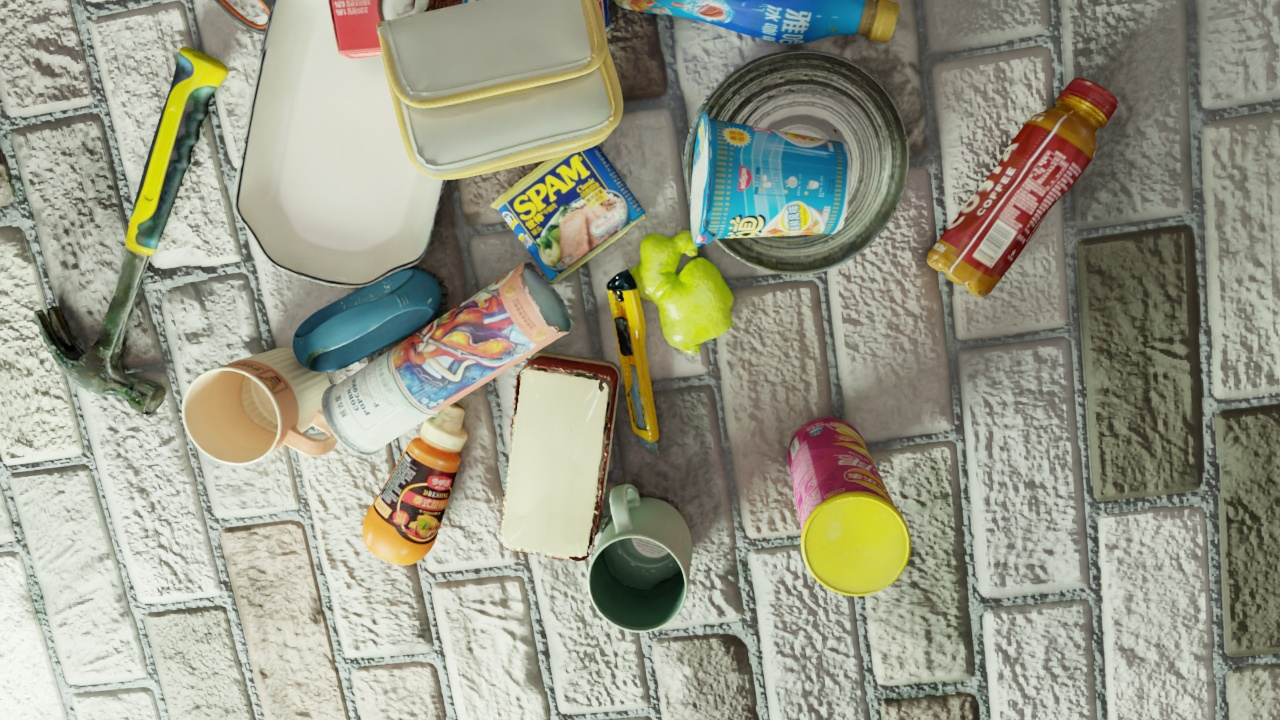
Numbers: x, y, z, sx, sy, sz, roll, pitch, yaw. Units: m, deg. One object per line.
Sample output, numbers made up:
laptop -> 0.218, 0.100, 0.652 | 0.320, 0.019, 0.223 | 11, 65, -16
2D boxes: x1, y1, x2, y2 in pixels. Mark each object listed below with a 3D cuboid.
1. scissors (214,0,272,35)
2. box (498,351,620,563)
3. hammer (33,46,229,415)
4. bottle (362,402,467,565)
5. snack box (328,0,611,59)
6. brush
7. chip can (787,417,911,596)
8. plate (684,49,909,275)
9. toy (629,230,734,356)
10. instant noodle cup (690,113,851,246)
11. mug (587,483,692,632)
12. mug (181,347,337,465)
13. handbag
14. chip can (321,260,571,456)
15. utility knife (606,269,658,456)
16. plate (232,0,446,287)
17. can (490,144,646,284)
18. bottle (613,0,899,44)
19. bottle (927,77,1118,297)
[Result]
scissors -> -0.274, -0.263, 0.766 | 0.198, 0.021, 0.227 | 4, 101, -4
box -> -0.073, 0.084, 0.790 | 0.091, 0.076, 0.168 | 9, 102, 4
hammer -> -0.440, -0.118, 0.811 | 0.126, 0.031, 0.324 | 25, 103, 0
bottle -> -0.194, 0.106, 0.818 | 0.067, 0.066, 0.149 | 26, 96, 0
snack box -> -0.129, -0.272, 0.708 | 0.207, 0.058, 0.057 | -8, 105, -9
brush -> -0.236, -0.033, 0.785 | 0.144, 0.073, 0.055 | -25, 94, 11
chip can -> 0.153, 0.102, 0.701 | 0.071, 0.210, 0.071 | 1, 101, 6
plate -> 0.125, -0.160, 0.747 | 0.179, 0.024, 0.179 | 1, 102, 4
toy -> 0.036, -0.058, 0.772 | 0.100, 0.031, 0.097 | 25, 106, 5
instant noodle cup -> 0.098, -0.134, 0.700 | 0.110, 0.099, 0.099 | 3, 102, -5
mug -> -0.002, 0.156, 0.781 | 0.082, 0.106, 0.112 | -16, 100, 10
mug -> -0.312, 0.043, 0.791 | 0.114, 0.105, 0.082 | 28, 103, 0
handbag -> -0.106, -0.231, 0.663 | 0.163, 0.063, 0.179 | -15, 103, -7
chip can -> -0.163, 0.000, 0.774 | 0.215, 0.071, 0.071 | -30, 97, 14
utility knife -> -0.005, 0.005, 0.789 | 0.033, 0.015, 0.168 | 3, 109, 41
plate -> -0.233, -0.193, 0.754 | 0.162, 0.034, 0.266 | 13, 99, -11
can -> -0.057, -0.125, 0.756 | 0.102, 0.057, 0.083 | -35, 98, 11
bottle -> 0.088, -0.283, 0.705 | 0.219, 0.065, 0.065 | 14, 102, 2
bottle -> 0.298, -0.134, 0.715 | 0.057, 0.057, 0.175 | 34, 103, -2
